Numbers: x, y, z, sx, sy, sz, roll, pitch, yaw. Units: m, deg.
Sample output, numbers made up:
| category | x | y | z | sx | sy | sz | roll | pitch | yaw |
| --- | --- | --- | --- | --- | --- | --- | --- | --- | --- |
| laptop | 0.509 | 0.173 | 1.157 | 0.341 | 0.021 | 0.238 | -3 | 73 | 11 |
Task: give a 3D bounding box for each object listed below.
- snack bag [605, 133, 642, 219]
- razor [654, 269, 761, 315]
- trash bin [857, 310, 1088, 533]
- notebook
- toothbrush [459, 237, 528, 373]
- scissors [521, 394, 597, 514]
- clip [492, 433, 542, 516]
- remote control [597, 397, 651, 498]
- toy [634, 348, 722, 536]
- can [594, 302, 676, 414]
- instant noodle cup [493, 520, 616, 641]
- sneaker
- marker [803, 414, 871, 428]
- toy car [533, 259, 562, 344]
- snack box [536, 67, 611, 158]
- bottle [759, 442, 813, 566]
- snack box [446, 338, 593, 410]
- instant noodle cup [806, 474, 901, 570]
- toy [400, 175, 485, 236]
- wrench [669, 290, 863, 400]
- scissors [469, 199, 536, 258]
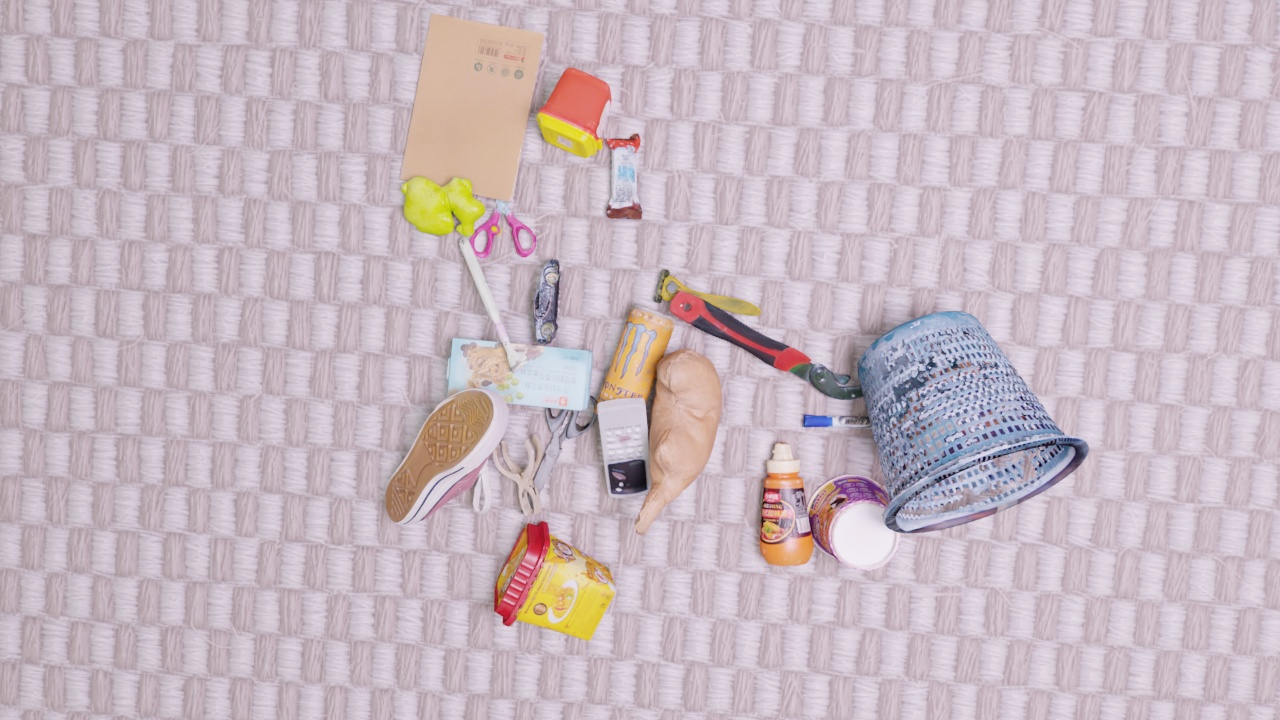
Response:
| category | x | y | z | sx | sy | sz | roll | pitch | yaw |
| --- | --- | --- | --- | --- | --- | --- | --- | --- | --- |
| snack bag | -0.020 | -0.226 | 1.125 | 0.045 | 0.026 | 0.105 | -1 | 95 | -7 |
| razor | 0.086 | -0.076 | 1.134 | 0.132 | 0.028 | 0.043 | 15 | 91 | -1 |
| trash bin | 0.350 | 0.061 | 1.037 | 0.226 | 0.227 | 0.194 | -18 | 61 | 3 |
| notebook | -0.208 | -0.311 | 1.128 | 0.148 | 0.008 | 0.207 | 12 | 95 | 7 |
| toothbrush | -0.182 | -0.071 | 1.111 | 0.029 | 0.020 | 0.189 | -37 | 69 | 27 |
| scissors | -0.102 | 0.119 | 1.160 | 0.133 | 0.014 | 0.175 | -9 | 93 | 3 |
| clip | -0.157 | 0.139 | 1.151 | 0.095 | 0.035 | 0.102 | 13 | 104 | 14 |
| remote control | -0.018 | 0.109 | 1.115 | 0.058 | 0.021 | 0.150 | -7 | 126 | -1 |
| toy | 0.045 | 0.099 | 1.092 | 0.083 | 0.143 | 0.226 | 7 | 84 | 29 |
| can | -0.007 | 0.007 | 1.126 | 0.058 | 0.058 | 0.146 | 20 | 95 | 0 |
| instant noodle cup | -0.104 | 0.277 | 1.130 | 0.123 | 0.116 | 0.116 | 27 | 95 | -12 |
| sneaker | -0.220 | 0.119 | 1.116 | 0.242 | 0.087 | 0.118 | -47 | 58 | 30 |
| marker | 0.277 | 0.077 | 1.143 | 0.146 | 0.017 | 0.017 | 2 | 94 | 2 |
| toy car | -0.115 | -0.073 | 1.129 | 0.031 | 0.049 | 0.105 | 6 | 93 | -1 |
| snack box | -0.073 | -0.294 | 1.092 | 0.082 | 0.091 | 0.080 | 25 | 87 | 0 |
| bottle | 0.179 | 0.176 | 1.135 | 0.067 | 0.067 | 0.149 | -2 | 87 | 2 |
| snack box | -0.147 | 0.017 | 1.127 | 0.175 | 0.051 | 0.074 | 5 | 90 | 7 |
| instant noodle cup | 0.262 | 0.200 | 1.112 | 0.111 | 0.099 | 0.111 | 0 | 93 | 3 |
| toy | -0.245 | -0.188 | 1.127 | 0.100 | 0.031 | 0.097 | -27 | 100 | 18 |
| wrench | 0.161 | -0.016 | 1.128 | 0.273 | 0.016 | 0.056 | 23 | 101 | -6 |
| scissors | -0.162 | -0.186 | 1.138 | 0.108 | 0.017 | 0.135 | 19 | 93 | 8 |
